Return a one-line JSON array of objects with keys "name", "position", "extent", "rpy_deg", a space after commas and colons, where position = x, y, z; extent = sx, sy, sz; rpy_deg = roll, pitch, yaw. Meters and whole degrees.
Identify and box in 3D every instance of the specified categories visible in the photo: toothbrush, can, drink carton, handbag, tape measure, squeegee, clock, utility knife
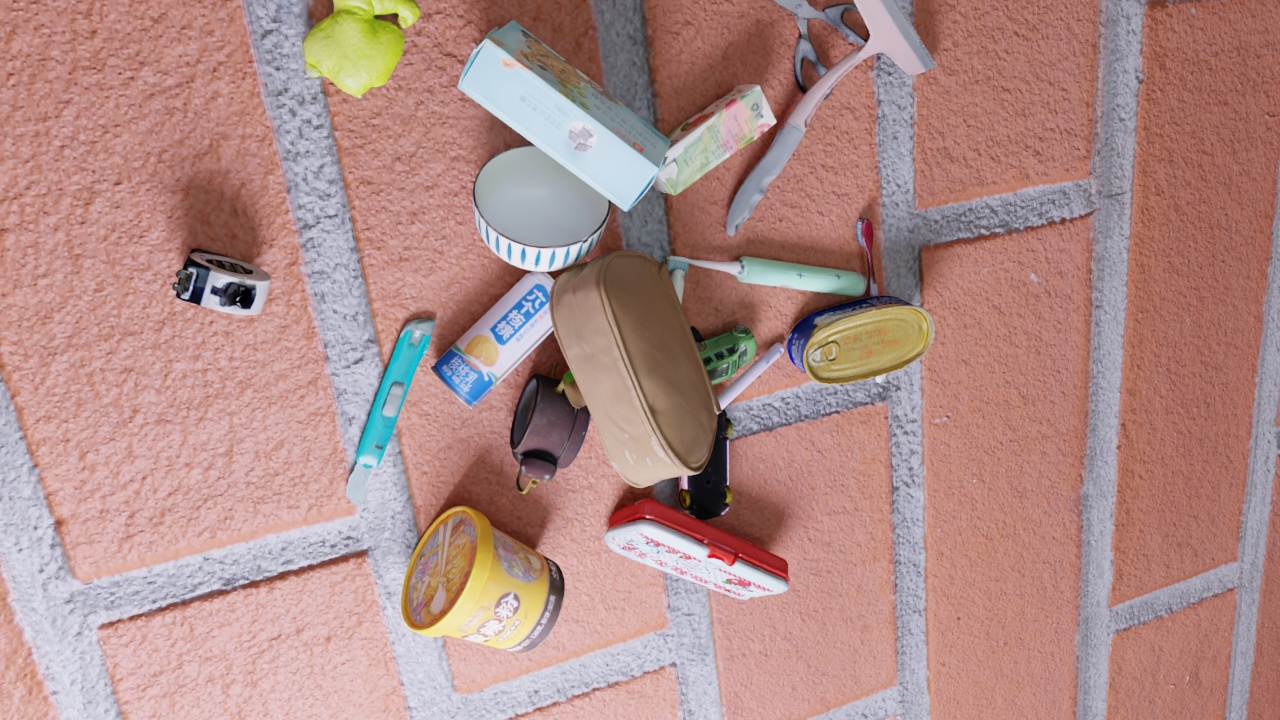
[{"name": "toothbrush", "position": [0.246, -0.061, 0.979], "extent": [0.016, 0.017, 0.188], "rpy_deg": [-19, 113, -18]}, {"name": "toothbrush", "position": [0.081, 0.039, 0.919], "extent": [0.188, 0.021, 0.029], "rpy_deg": [-38, 130, -24]}, {"name": "can", "position": [-0.123, -0.022, 0.828], "extent": [0.134, 0.053, 0.053], "rpy_deg": [-45, 115, -4]}, {"name": "drink carton", "position": [0.061, -0.202, 0.847], "extent": [0.122, 0.053, 0.045], "rpy_deg": [-38, 115, -6]}, {"name": "handbag", "position": [-0.005, 0.005, 0.813], "extent": [0.100, 0.147, 0.204], "rpy_deg": [-16, 99, 30]}, {"name": "toothbrush", "position": [0.023, 0.005, 0.889], "extent": [0.029, 0.020, 0.190], "rpy_deg": [-7, 109, -52]}, {"name": "can", "position": [0.226, -0.023, 0.947], "extent": [0.148, 0.049, 0.075], "rpy_deg": [-15, 112, -12]}, {"name": "tape measure", "position": [-0.332, -0.061, 0.731], "extent": [0.066, 0.066, 0.033], "rpy_deg": [17, 102, -22]}, {"name": "squeegee", "position": [0.155, -0.222, 0.862], "extent": [0.250, 0.040, 0.247], "rpy_deg": [-50, 160, 18]}, {"name": "toothbrush", "position": [0.129, -0.088, 0.919], "extent": [0.224, 0.026, 0.027], "rpy_deg": [5, 92, -22]}, {"name": "clock", "position": [-0.088, 0.067, 0.852], "extent": [0.055, 0.082, 0.122], "rpy_deg": [19, 96, -20]}, {"name": "utility knife", "position": [-0.228, 0.046, 0.830], "extent": [0.029, 0.013, 0.187], "rpy_deg": [19, 97, -24]}]

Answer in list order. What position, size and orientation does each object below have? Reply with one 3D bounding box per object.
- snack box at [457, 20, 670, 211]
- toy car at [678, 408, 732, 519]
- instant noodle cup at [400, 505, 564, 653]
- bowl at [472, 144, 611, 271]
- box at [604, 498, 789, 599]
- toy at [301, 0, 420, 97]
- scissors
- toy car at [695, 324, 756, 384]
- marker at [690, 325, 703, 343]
[{"name": "snack box", "position": [-0.059, -0.204, 0.762], "extent": [0.175, 0.074, 0.052], "rpy_deg": [35, 120, -11]}, {"name": "toy car", "position": [0.064, 0.102, 0.940], "extent": [0.056, 0.037, 0.122], "rpy_deg": [-3, 98, -19]}, {"name": "instant noodle cup", "position": [-0.143, 0.212, 0.858], "extent": [0.114, 0.118, 0.118], "rpy_deg": [33, 91, -33]}, {"name": "bowl", "position": [-0.087, -0.122, 0.795], "extent": [0.116, 0.116, 0.066], "rpy_deg": [-11, 150, -18]}, {"name": "box", "position": [0.059, 0.205, 0.951], "extent": [0.201, 0.087, 0.046], "rpy_deg": [27, 53, -25]}, {"name": "toy", "position": [-0.223, -0.263, 0.735], "extent": [0.096, 0.031, 0.100], "rpy_deg": [-9, 108, -20]}, {"name": "scissors", "position": [0.153, -0.329, 0.870], "extent": [0.177, 0.014, 0.159], "rpy_deg": [-3, 104, -18]}, {"name": "toy car", "position": [0.078, -0.001, 0.910], "extent": [0.091, 0.036, 0.043], "rpy_deg": [-25, 137, -24]}, {"name": "marker", "position": [0.005, 0.009, 0.903], "extent": [0.132, 0.020, 0.022], "rpy_deg": [-33, 141, -9]}]
